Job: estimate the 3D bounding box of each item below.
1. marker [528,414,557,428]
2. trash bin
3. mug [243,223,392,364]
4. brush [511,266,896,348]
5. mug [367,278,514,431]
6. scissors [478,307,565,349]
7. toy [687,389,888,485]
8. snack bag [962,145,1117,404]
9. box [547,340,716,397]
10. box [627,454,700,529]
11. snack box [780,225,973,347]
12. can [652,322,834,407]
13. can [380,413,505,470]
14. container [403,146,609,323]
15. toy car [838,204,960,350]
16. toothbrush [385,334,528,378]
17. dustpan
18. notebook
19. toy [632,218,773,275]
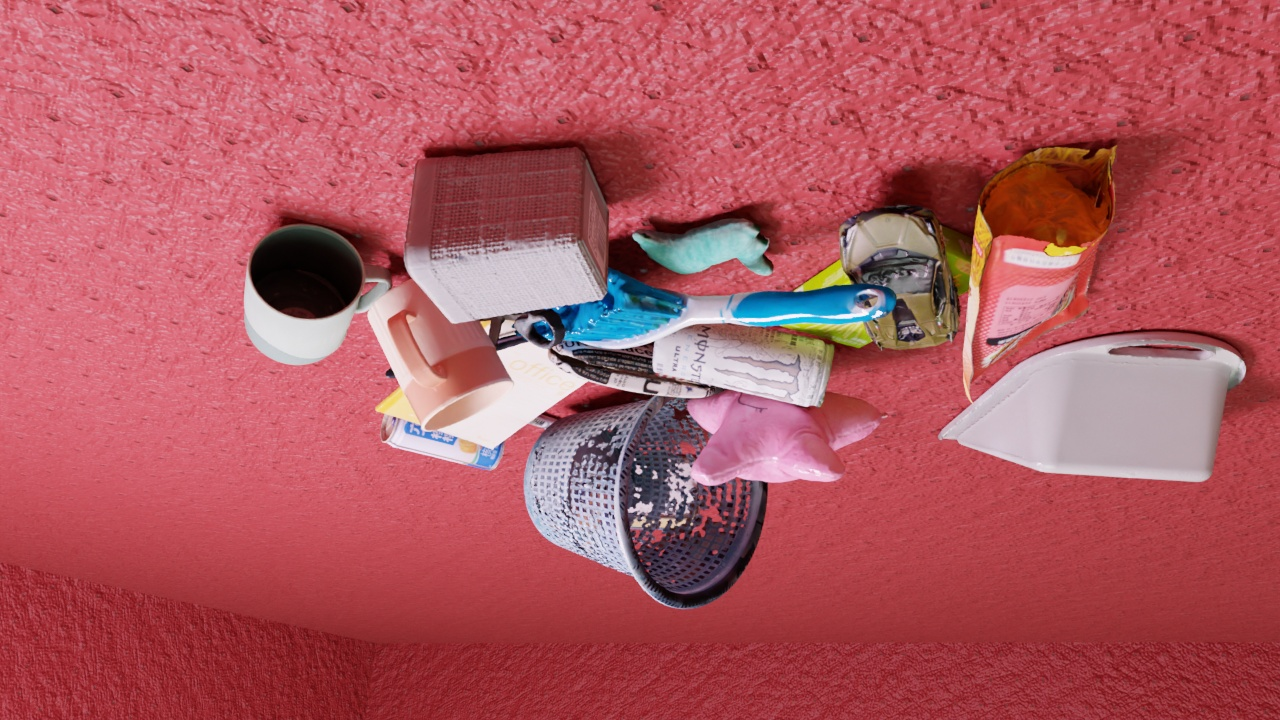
[{"bbox_3d":[-0.130,0.062,1.035,0.145,0.016,0.017,22,150,-35],"label":"marker"},{"bbox_3d":[-0.010,0.132,0.969,0.195,0.226,0.226,-1,159,44],"label":"trash bin"},{"bbox_3d":[-0.258,-0.051,0.736,0.111,0.082,0.107,-12,164,-29],"label":"mug"},{"bbox_3d":[0.028,-0.041,0.681,0.109,0.060,0.315,14,169,-37],"label":"brush"},{"bbox_3d":[-0.166,-0.009,0.732,0.082,0.106,0.114,-31,170,7],"label":"mug"},{"bbox_3d":[-0.112,-0.040,0.743,0.159,0.014,0.178,35,145,34],"label":"scissors"},{"bbox_3d":[0.131,0.056,0.829,0.178,0.194,0.075,-5,112,6],"label":"toy"},{"bbox_3d":[0.275,-0.053,0.639,0.128,0.073,0.208,-40,149,-5],"label":"snack bag"},{"bbox_3d":[-0.007,0.009,0.837,0.164,0.070,0.056,10,120,-20],"label":"box"},{"bbox_3d":[-0.014,0.168,1.169,0.184,0.089,0.060,1,157,11],"label":"box"},{"bbox_3d":[0.187,-0.057,0.715,0.085,0.026,0.157,15,153,-25],"label":"snack box"},{"bbox_3d":[0.086,-0.003,0.778,0.147,0.058,0.058,13,157,7],"label":"can"},{"bbox_3d":[-0.227,0.087,1.058,0.134,0.053,0.053,19,152,-31],"label":"can"},{"bbox_3d":[-0.084,-0.085,0.617,0.114,0.090,0.090,-5,155,11],"label":"container"},{"bbox_3d":[0.182,-0.054,0.643,0.070,0.042,0.158,-8,148,24],"label":"toy car"},{"bbox_3d":[-0.144,-0.009,0.832,0.189,0.014,0.017,-15,153,11],"label":"toothbrush"},{"bbox_3d":[0.449,0.036,0.905,0.222,0.142,0.257,4,-175,-1],"label":"dustpan"},{"bbox_3d":[-0.143,0.023,0.901,0.145,0.010,0.207,24,135,-38],"label":"notebook"},{"bbox_3d":[0.055,-0.081,0.675,0.092,0.030,0.096,-10,156,35],"label":"toy"}]
